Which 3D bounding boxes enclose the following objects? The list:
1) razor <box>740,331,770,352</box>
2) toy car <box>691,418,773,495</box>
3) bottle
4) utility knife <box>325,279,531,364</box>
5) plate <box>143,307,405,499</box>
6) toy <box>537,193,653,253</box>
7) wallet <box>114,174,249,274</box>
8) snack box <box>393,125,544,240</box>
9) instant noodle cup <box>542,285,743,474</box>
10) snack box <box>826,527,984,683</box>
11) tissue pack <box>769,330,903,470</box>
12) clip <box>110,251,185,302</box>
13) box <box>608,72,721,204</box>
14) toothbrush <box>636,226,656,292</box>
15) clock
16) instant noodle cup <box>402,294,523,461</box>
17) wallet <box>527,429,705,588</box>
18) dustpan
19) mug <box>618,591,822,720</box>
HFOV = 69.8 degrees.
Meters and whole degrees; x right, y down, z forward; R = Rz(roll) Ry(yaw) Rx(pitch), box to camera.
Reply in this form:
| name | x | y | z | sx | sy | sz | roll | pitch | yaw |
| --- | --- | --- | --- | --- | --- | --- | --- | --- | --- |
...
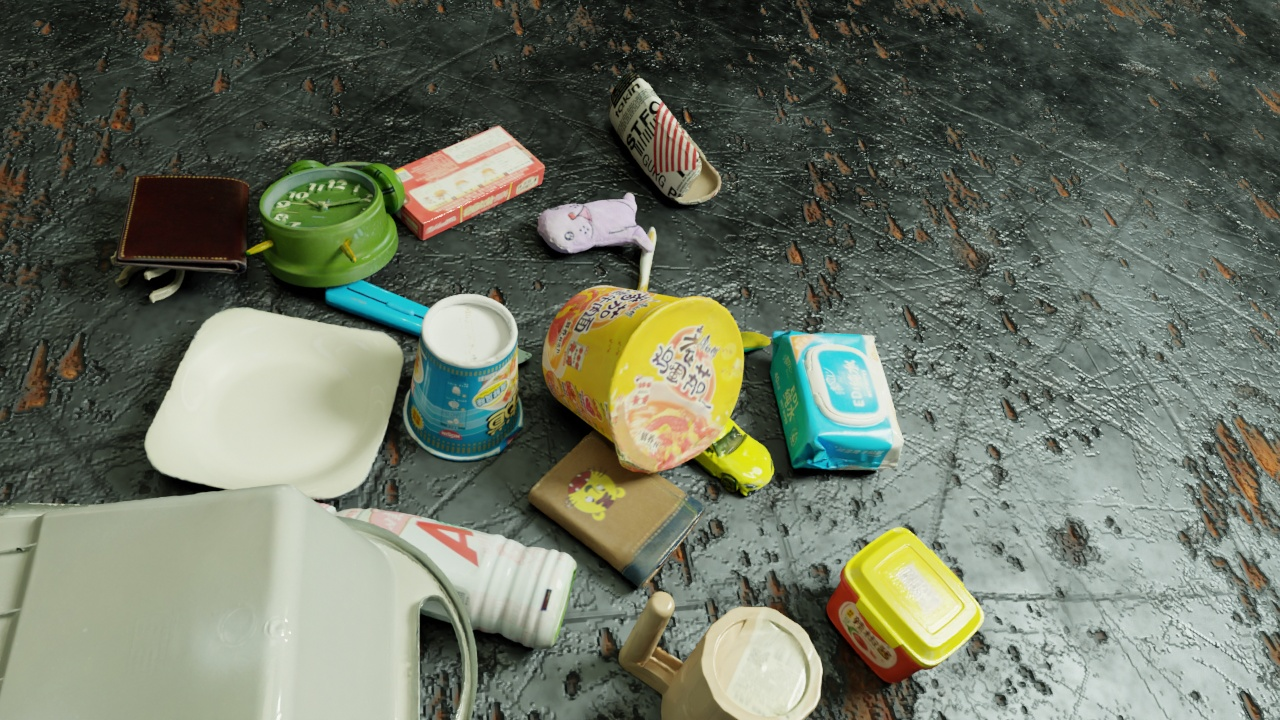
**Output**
| name | x | y | z | sx | sy | sz | roll | pitch | yaw |
| --- | --- | --- | --- | --- | --- | --- | --- | --- | --- |
| razor | 0.065 | -0.007 | 0.832 | 0.132 | 0.028 | 0.043 | -14 | 54 | -25 |
| toy car | 0.067 | 0.068 | 0.768 | 0.105 | 0.032 | 0.048 | 39 | 53 | 15 |
| bottle | -0.146 | 0.142 | 0.637 | 0.197 | 0.068 | 0.068 | 16 | 50 | 2 |
| utility knife | -0.185 | -0.033 | 0.796 | 0.191 | 0.018 | 0.034 | 20 | 50 | 2 |
| plate | -0.275 | 0.037 | 0.708 | 0.164 | 0.034 | 0.163 | 11 | 51 | -6 |
| toy | -0.046 | -0.128 | 0.890 | 0.108 | 0.039 | 0.083 | -7 | 51 | -20 |
| wallet | -0.385 | -0.118 | 0.778 | 0.096 | 0.020 | 0.122 | -1 | 43 | -20 |
| snack box | -0.176 | -0.178 | 0.907 | 0.152 | 0.026 | 0.075 | -34 | 68 | -32 |
| instant noodle cup | -0.004 | 0.004 | 0.727 | 0.137 | 0.138 | 0.110 | -30 | 35 | -31 |
| snack box | 0.190 | 0.183 | 0.675 | 0.081 | 0.080 | 0.091 | -27 | 62 | -29 |
| tissue pack | 0.169 | 0.033 | 0.799 | 0.090 | 0.063 | 0.139 | 3 | 52 | -12 |
| clip | -0.412 | -0.098 | 0.783 | 0.082 | 0.035 | 0.104 | 12 | 46 | -5 |
| box | 0.028 | -0.232 | 0.980 | 0.087 | 0.076 | 0.163 | -1 | 47 | -48 |
| toothbrush | -0.004 | -0.060 | 0.863 | 0.018 | 0.016 | 0.190 | 7 | 51 | 3 |
| clock | -0.273 | -0.131 | 0.815 | 0.116 | 0.056 | 0.160 | 4 | 43 | 2 |
| instant noodle cup | -0.135 | 0.009 | 0.715 | 0.099 | 0.110 | 0.099 | 7 | 50 | -9 |
| wallet | -0.017 | 0.112 | 0.715 | 0.115 | 0.033 | 0.090 | 34 | 53 | 18 |
| dustpan | -0.239 | 0.185 | 0.527 | 0.258 | 0.143 | 0.222 | -14 | 54 | 6 |
| mug | 0.048 | 0.208 | 0.607 | 0.124 | 0.104 | 0.084 | 32 | 52 | 11 |
